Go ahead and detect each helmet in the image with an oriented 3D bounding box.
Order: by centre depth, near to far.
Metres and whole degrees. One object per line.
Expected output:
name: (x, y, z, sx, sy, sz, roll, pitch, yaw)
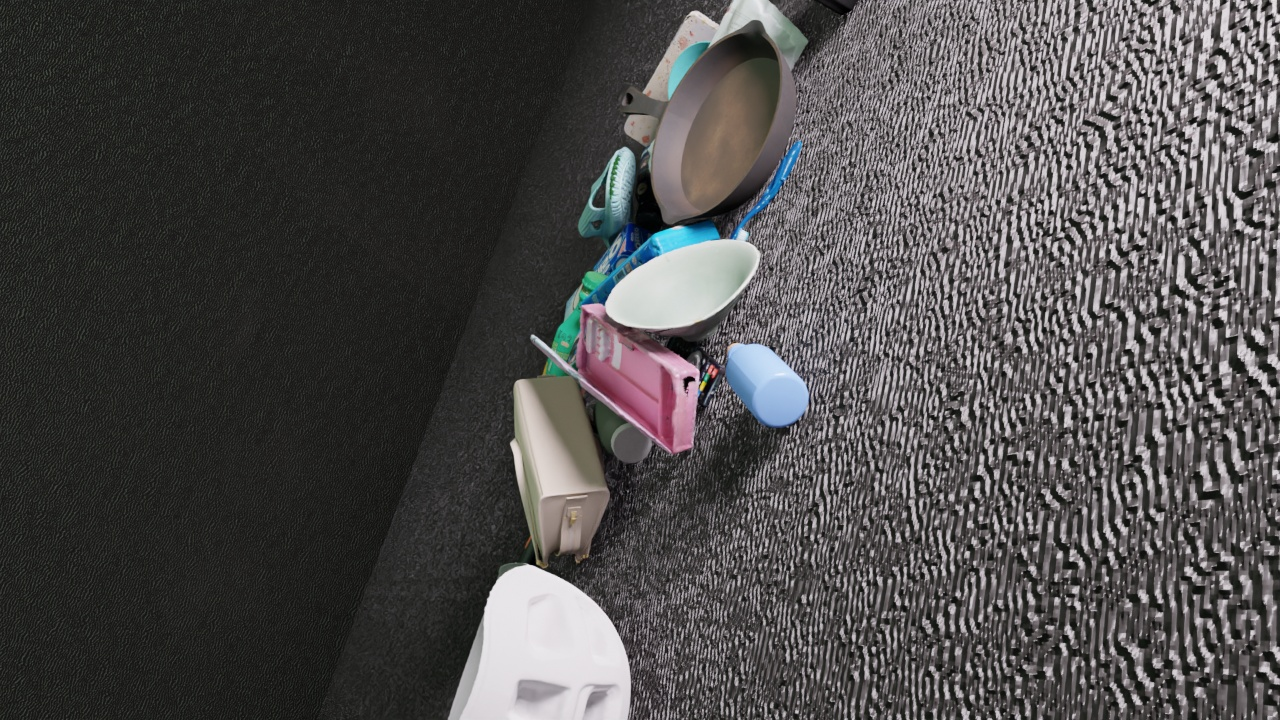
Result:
helmet: (-0.120, 0.306, 0.838, 0.283, 0.183, 0.223, -26, 38, 55)

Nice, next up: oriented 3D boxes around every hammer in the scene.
hammer: (-0.133, 0.230, 1.242, 0.334, 0.033, 0.133, -63, 18, 15)

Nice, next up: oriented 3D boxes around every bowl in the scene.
bowl: (0.053, -0.057, 0.969, 0.174, 0.068, 0.174, -17, 30, 10)
bowl: (0.099, -0.364, 1.234, 0.046, 0.121, 0.121, -20, -26, -48)

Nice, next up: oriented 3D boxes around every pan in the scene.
pan: (0.069, -0.292, 1.125, 0.356, 0.043, 0.249, 39, 108, 55)

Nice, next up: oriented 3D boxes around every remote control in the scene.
remote control: (0.056, 0.007, 0.976, 0.045, 0.021, 0.140, -65, 22, 10)

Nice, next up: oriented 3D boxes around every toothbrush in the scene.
toothbrush: (0.135, -0.177, 0.983, 0.133, 0.016, 0.021, -56, 21, 25)

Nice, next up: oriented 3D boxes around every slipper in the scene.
slipper: (-0.046, -0.228, 1.352, 0.276, 0.069, 0.115, 87, -162, -76)

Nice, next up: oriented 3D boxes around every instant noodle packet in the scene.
instant noodle packet: (0.098, -0.332, 1.168, 0.270, 0.057, 0.146, -56, 52, 37)

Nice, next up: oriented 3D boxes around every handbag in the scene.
handbag: (-0.105, 0.149, 1.092, 0.198, 0.101, 0.194, 102, 157, -43)

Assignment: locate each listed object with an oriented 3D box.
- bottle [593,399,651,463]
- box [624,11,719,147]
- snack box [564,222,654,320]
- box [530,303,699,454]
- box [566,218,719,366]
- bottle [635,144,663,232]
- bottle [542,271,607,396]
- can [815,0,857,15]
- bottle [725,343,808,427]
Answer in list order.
bottle: (-0.019, 0.076, 1.040, 0.060, 0.060, 0.108, -63, 17, 11)
box: (0.075, -0.414, 1.369, 0.217, 0.095, 0.107, -53, -3, 40)
snack box: (-0.047, -0.114, 1.369, 0.227, 0.059, 0.059, -44, 31, 49)
box: (-0.038, 0.018, 0.974, 0.232, 0.098, 0.099, 38, 128, 54)
box: (-0.020, -0.088, 1.149, 0.173, 0.063, 0.244, -45, 5, -29)
bottle: (0.021, -0.255, 1.350, 0.056, 0.056, 0.160, -48, 26, 47)
bottle: (-0.090, -0.026, 1.324, 0.068, 0.068, 0.210, -105, 33, -64)
can: (0.221, -0.443, 0.953, 0.146, 0.080, 0.080, -59, 19, 23)
bottle: (0.100, 0.012, 0.788, 0.048, 0.048, 0.131, -63, 17, 12)
